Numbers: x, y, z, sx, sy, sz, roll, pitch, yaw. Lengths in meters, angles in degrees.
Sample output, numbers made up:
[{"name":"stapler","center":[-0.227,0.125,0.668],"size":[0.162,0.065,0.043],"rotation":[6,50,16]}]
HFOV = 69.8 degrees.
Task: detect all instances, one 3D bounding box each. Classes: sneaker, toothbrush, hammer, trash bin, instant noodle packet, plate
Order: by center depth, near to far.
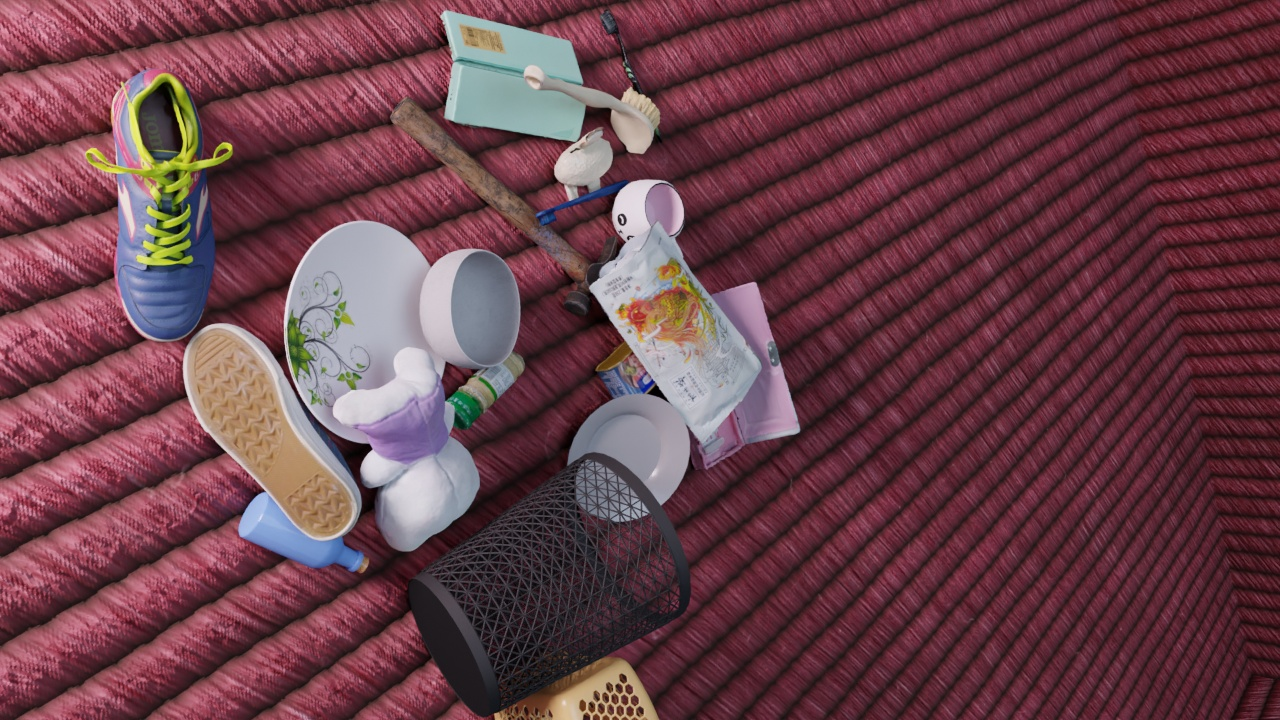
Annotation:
[{"name":"sneaker","center":[-0.430,-0.137,0.819],"size":[0.116,0.091,0.242],"rotation":[-6,93,-43]},{"name":"sneaker","center":[-0.354,0.070,0.894],"size":[0.087,0.079,0.235],"rotation":[-34,96,-4]},{"name":"plate","center":[-0.287,-0.029,0.957],"size":[0.229,0.030,0.229],"rotation":[1,88,-62]},{"name":"trash bin","center":[-0.108,0.252,1.013],"size":[0.242,0.217,0.217],"rotation":[-26,105,-32]},{"name":"hammer","center":[-0.157,-0.195,1.099],"size":[0.330,0.033,0.119],"rotation":[41,59,-31]},{"name":"toothbrush","center":[-0.069,-0.200,1.153],"size":[0.189,0.016,0.017],"rotation":[-34,105,-50]},{"name":"plate","center":[-0.017,0.123,1.183],"size":[0.172,0.019,0.173],"rotation":[-8,108,-24]},{"name":"instant noodle packet","center":[0.055,-0.036,1.184],"size":[0.146,0.057,0.269],"rotation":[-47,115,-20]},{"name":"toothbrush","center":[-0.011,-0.381,1.240],"size":[0.017,0.014,0.188],"rotation":[-33,109,-23]}]

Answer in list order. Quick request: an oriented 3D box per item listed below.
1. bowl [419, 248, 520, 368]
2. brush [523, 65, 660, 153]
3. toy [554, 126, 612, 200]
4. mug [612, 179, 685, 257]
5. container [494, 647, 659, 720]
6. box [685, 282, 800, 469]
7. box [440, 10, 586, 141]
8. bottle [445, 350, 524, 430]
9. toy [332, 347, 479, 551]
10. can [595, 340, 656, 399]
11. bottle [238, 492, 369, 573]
[{"name":"bowl","center":[-0.197,-0.056,1.021],"size":[0.131,0.064,0.132],"rotation":[3,87,-63]},{"name":"brush","center":[-0.055,-0.316,1.121],"size":[0.271,0.062,0.077],"rotation":[2,88,-61]},{"name":"toy","center":[-0.070,-0.251,1.155],"size":[0.087,0.050,0.112],"rotation":[-33,143,-32]},{"name":"mug","center":[0.015,-0.178,1.211],"size":[0.090,0.076,0.124],"rotation":[-44,115,-33]},{"name":"container","center":[-0.071,0.429,1.042],"size":[0.129,0.184,0.167],"rotation":[-21,95,-40]},{"name":"box","center":[0.113,0.021,1.293],"size":[0.172,0.075,0.233],"rotation":[-19,102,-11]},{"name":"box","center":[-0.148,-0.340,1.103],"size":[0.186,0.056,0.138],"rotation":[-4,97,-42]},{"name":"bottle","center":[-0.180,0.031,1.059],"size":[0.109,0.043,0.043],"rotation":[-48,117,-33]},{"name":"toy","center":[-0.228,0.097,0.953],"size":[0.137,0.086,0.210],"rotation":[-47,141,-42]},{"name":"can","center":[-0.007,0.007,1.200],"size":[0.099,0.054,0.059],"rotation":[-44,113,-34]},{"name":"bottle","center":[-0.330,0.180,0.918],"size":[0.131,0.048,0.048],"rotation":[37,65,-33]}]
